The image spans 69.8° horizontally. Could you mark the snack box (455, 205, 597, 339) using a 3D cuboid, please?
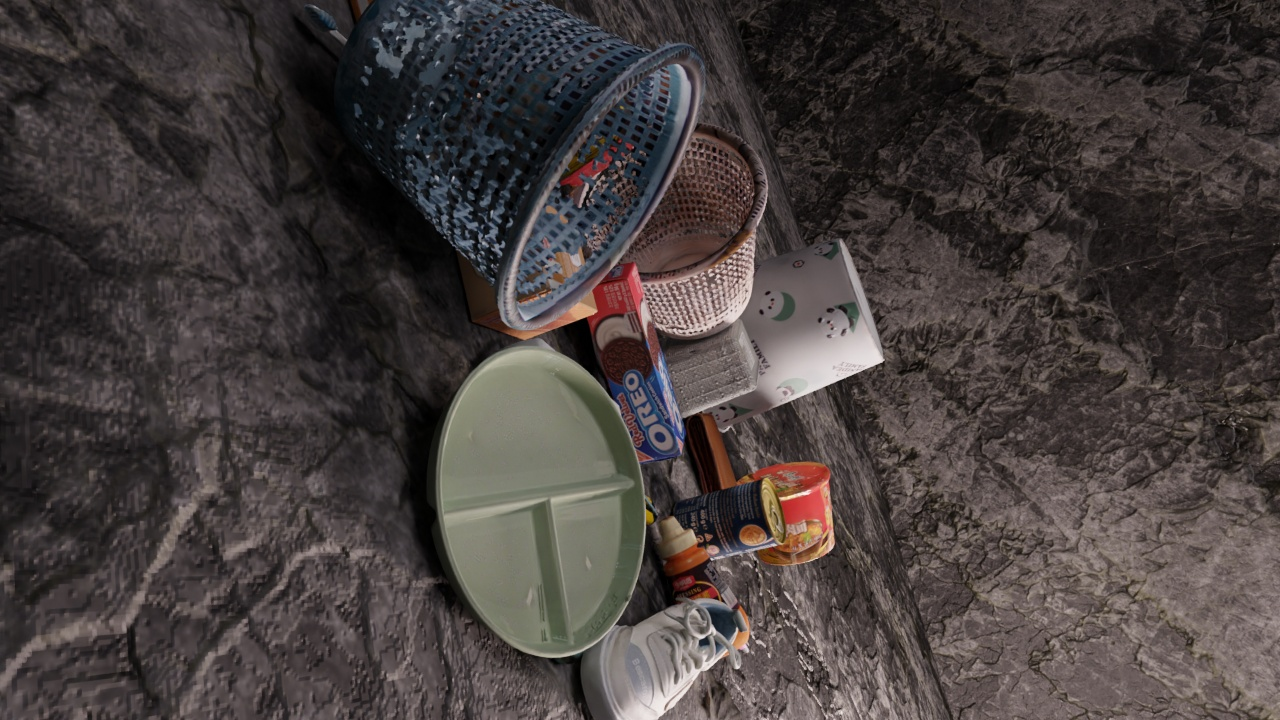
[{"bbox_3d":[-0.099,-0.079,0.790,0.094,0.077,0.092,20,53,-67],"label":"snack box"}]

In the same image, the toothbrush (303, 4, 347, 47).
[{"bbox_3d":[-0.191,-0.213,0.744,0.026,0.026,0.221,-65,148,-9],"label":"toothbrush"}]

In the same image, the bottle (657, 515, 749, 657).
[{"bbox_3d":[0.058,0.232,0.953,0.149,0.067,0.066,64,18,5],"label":"bottle"}]

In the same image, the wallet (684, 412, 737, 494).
[{"bbox_3d":[0.094,0.127,1.203,0.101,0.032,0.124,12,61,-72],"label":"wallet"}]

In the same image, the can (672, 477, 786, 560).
[{"bbox_3d":[0.099,0.182,1.035,0.075,0.111,0.075,52,28,-43],"label":"can"}]

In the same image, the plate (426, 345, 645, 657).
[{"bbox_3d":[-0.072,0.102,0.685,0.230,0.028,0.229,27,56,-49],"label":"plate"}]

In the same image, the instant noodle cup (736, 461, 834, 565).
[{"bbox_3d":[0.208,0.215,1.287,0.137,0.138,0.108,-41,119,-70],"label":"instant noodle cup"}]

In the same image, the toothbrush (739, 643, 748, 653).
[{"bbox_3d":[0.086,0.286,1.046,0.189,0.014,0.017,56,11,-38],"label":"toothbrush"}]

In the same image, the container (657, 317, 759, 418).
[{"bbox_3d":[0.084,0.006,1.159,0.090,0.114,0.090,64,19,-18],"label":"container"}]

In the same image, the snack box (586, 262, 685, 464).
[{"bbox_3d":[-0.006,0.006,0.955,0.058,0.057,0.207,-73,149,-65],"label":"snack box"}]

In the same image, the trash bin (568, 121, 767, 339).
[{"bbox_3d":[0.047,-0.134,1.082,0.192,0.228,0.227,64,15,-57],"label":"trash bin"}]

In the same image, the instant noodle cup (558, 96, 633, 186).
[{"bbox_3d":[-0.080,-0.277,1.006,0.123,0.116,0.115,41,33,-36],"label":"instant noodle cup"}]

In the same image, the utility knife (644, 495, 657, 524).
[{"bbox_3d":[-0.034,0.115,0.875,0.230,0.015,0.033,44,30,-52],"label":"utility knife"}]

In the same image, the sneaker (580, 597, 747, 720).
[{"bbox_3d":[0.032,0.259,0.802,0.242,0.091,0.089,8,63,-68],"label":"sneaker"}]

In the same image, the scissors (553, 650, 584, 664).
[{"bbox_3d":[-0.078,0.146,0.720,0.170,0.019,0.174,46,32,-48],"label":"scissors"}]

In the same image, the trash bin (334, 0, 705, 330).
[{"bbox_3d":[-0.096,-0.167,0.654,0.195,0.227,0.226,36,15,11],"label":"trash bin"}]

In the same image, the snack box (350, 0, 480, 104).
[{"bbox_3d":[-0.193,-0.276,0.802,0.153,0.026,0.075,1,71,-70],"label":"snack box"}]

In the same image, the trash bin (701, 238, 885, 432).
[{"bbox_3d":[0.197,-0.043,1.308,0.229,0.252,0.229,55,23,-39],"label":"trash bin"}]

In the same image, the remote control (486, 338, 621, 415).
[{"bbox_3d":[-0.073,0.026,0.788,0.150,0.058,0.021,46,28,-52],"label":"remote control"}]

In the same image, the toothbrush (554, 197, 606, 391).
[{"bbox_3d":[-0.069,-0.067,0.946,0.027,0.026,0.212,151,-77,-73],"label":"toothbrush"}]

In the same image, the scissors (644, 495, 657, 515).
[{"bbox_3d":[-0.017,0.104,0.896,0.133,0.017,0.136,57,3,-19],"label":"scissors"}]
